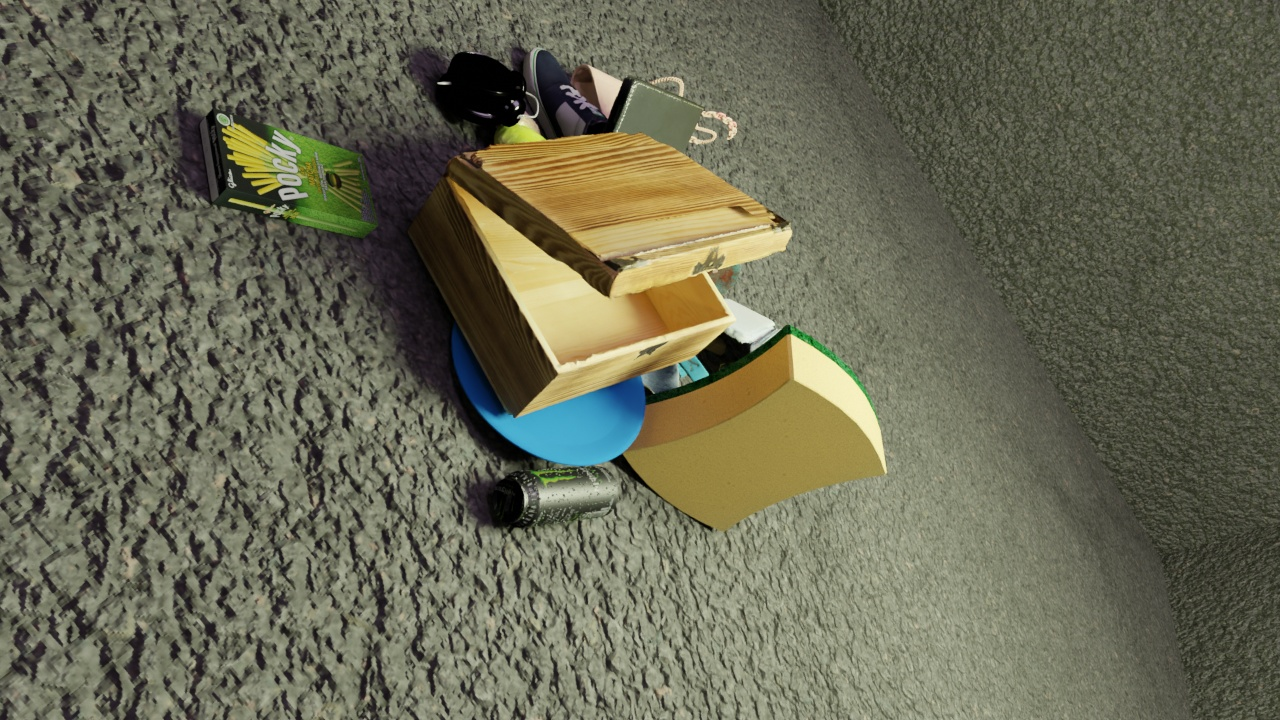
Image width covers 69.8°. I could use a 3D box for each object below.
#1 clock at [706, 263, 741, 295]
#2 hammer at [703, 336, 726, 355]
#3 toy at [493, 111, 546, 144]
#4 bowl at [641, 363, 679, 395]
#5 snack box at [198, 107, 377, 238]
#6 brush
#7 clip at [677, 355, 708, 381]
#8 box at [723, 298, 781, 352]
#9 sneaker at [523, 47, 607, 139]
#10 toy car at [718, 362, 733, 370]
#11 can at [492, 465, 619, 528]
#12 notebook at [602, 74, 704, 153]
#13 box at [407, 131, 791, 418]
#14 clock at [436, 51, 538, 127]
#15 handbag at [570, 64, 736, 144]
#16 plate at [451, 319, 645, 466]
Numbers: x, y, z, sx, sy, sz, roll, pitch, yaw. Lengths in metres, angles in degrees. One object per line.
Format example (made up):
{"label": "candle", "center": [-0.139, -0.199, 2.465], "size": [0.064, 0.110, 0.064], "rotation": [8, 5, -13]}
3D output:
{"label": "clock", "center": [0.062, -0.137, 1.237], "size": [0.157, 0.122, 0.073], "rotation": [22, 44, -37]}
{"label": "hammer", "center": [0.016, -0.062, 1.185], "size": [0.328, 0.052, 0.098], "rotation": [25, 46, -48]}
{"label": "toy", "center": [-0.144, -0.269, 1.120], "size": [0.092, 0.046, 0.115], "rotation": [14, 47, -47]}
{"label": "bowl", "center": [-0.006, 0.006, 1.083], "size": [0.110, 0.055, 0.110], "rotation": [37, 37, -35]}
{"label": "snack box", "center": [-0.310, -0.163, 0.817], "size": [0.147, 0.025, 0.080], "rotation": [8, 59, -52]}
{"label": "brush", "center": [0.126, 0.084, 1.022], "size": [0.195, 0.251, 0.075], "rotation": [42, 36, -34]}
{"label": "clip", "center": [0.054, -0.004, 1.165], "size": [0.121, 0.033, 0.119], "rotation": [56, -2, 9]}
{"label": "box", "center": [0.161, -0.024, 1.296], "size": [0.186, 0.084, 0.210], "rotation": [59, 18, 4]}
{"label": "sneaker", "center": [-0.085, -0.324, 1.213], "size": [0.084, 0.079, 0.235], "rotation": [1, 64, -53]}
{"label": "toy car", "center": [0.141, 0.042, 1.288], "size": [0.107, 0.030, 0.049], "rotation": [42, 37, -33]}
{"label": "can", "center": [-0.079, 0.130, 0.884], "size": [0.137, 0.054, 0.054], "rotation": [5, 61, -53]}
{"label": "notebook", "center": [-0.009, -0.243, 1.163], "size": [0.029, 0.209, 0.169], "rotation": [32, 18, 31]}
{"label": "box", "center": [-0.040, -0.130, 0.929], "size": [0.278, 0.221, 0.258], "rotation": [-19, 71, -44]}
{"label": "clock", "center": [-0.176, -0.315, 1.072], "size": [0.120, 0.043, 0.091], "rotation": [16, 42, -19]}
{"label": "handbag", "center": [0.022, -0.371, 1.298], "size": [0.198, 0.188, 0.116], "rotation": [11, 63, -46]}
{"label": "plate", "center": [-0.095, 0.014, 0.954], "size": [0.224, 0.024, 0.223], "rotation": [22, 46, -24]}
